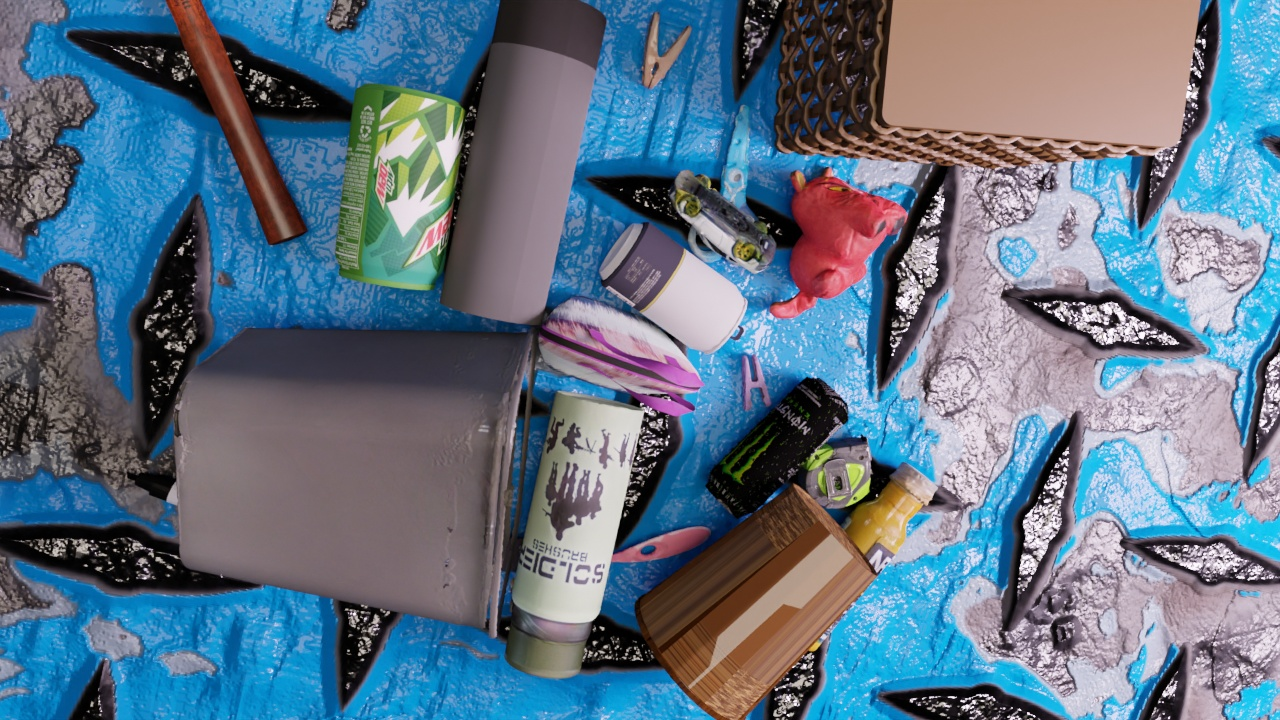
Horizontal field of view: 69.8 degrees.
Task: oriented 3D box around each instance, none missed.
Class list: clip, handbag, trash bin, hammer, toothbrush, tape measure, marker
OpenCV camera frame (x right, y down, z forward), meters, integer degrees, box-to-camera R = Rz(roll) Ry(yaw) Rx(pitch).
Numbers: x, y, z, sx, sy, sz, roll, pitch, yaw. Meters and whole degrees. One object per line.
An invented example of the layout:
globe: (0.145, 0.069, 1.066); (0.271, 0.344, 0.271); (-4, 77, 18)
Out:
clip: (0.022, -0.251, 0.747); (0.039, 0.024, 0.060); (5, 108, -7)
clip: (0.105, 0.021, 0.811); (0.041, 0.014, 0.052); (11, 100, -10)
handbag: (-0.004, 0.004, 0.705); (0.144, 0.170, 0.068); (19, 95, -23)
trash bin: (-0.199, 0.073, 0.680); (0.220, 0.197, 0.198); (6, 109, -4)
hammer: (-0.327, -0.233, 0.692); (0.111, 0.028, 0.301); (-21, 102, -4)
toothbrush: (-0.001, 0.170, 0.817); (0.135, 0.016, 0.021); (-14, 101, -6)
tape measure: (0.176, 0.103, 0.823); (0.065, 0.036, 0.059); (-12, 102, -7)
marker: (-0.348, 0.120, 0.752); (0.145, 0.019, 0.019); (24, 95, -12)

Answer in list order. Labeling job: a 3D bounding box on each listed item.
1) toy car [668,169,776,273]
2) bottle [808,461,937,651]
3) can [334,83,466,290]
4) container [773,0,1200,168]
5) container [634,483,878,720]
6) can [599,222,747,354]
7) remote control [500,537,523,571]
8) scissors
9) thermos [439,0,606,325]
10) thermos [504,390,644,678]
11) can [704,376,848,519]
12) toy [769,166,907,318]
toy car: (0.065, -0.113, 0.756); (0.105, 0.047, 0.033); (38, 129, -9)
bottle: (0.195, 0.175, 0.829); (0.053, 0.053, 0.186); (39, 92, -13)
can: (-0.184, -0.131, 0.703); (0.083, 0.083, 0.144); (9, 98, -10)
container: (0.244, -0.280, 0.677); (0.219, 0.214, 0.252); (2, 99, -9)
container: (0.101, 0.196, 0.767); (0.167, 0.132, 0.132); (-44, 103, 7)
can: (0.031, -0.056, 0.759); (0.127, 0.064, 0.064); (35, 93, -13)
remote control: (-0.141, 0.165, 0.794); (0.136, 0.015, 0.032); (5, 99, -12)
scissors: (0.079, -0.148, 0.779); (0.066, 0.015, 0.135); (6, 97, -7)
thermos: (-0.092, -0.154, 0.714); (0.082, 0.082, 0.240); (12, 97, -11)
thermos: (-0.061, 0.144, 0.764); (0.082, 0.082, 0.231); (12, 92, -11)
can: (0.119, 0.075, 0.800); (0.137, 0.054, 0.054); (-45, 103, 1)
toy: (0.149, -0.098, 0.781); (0.094, 0.088, 0.133); (42, 113, 19)
